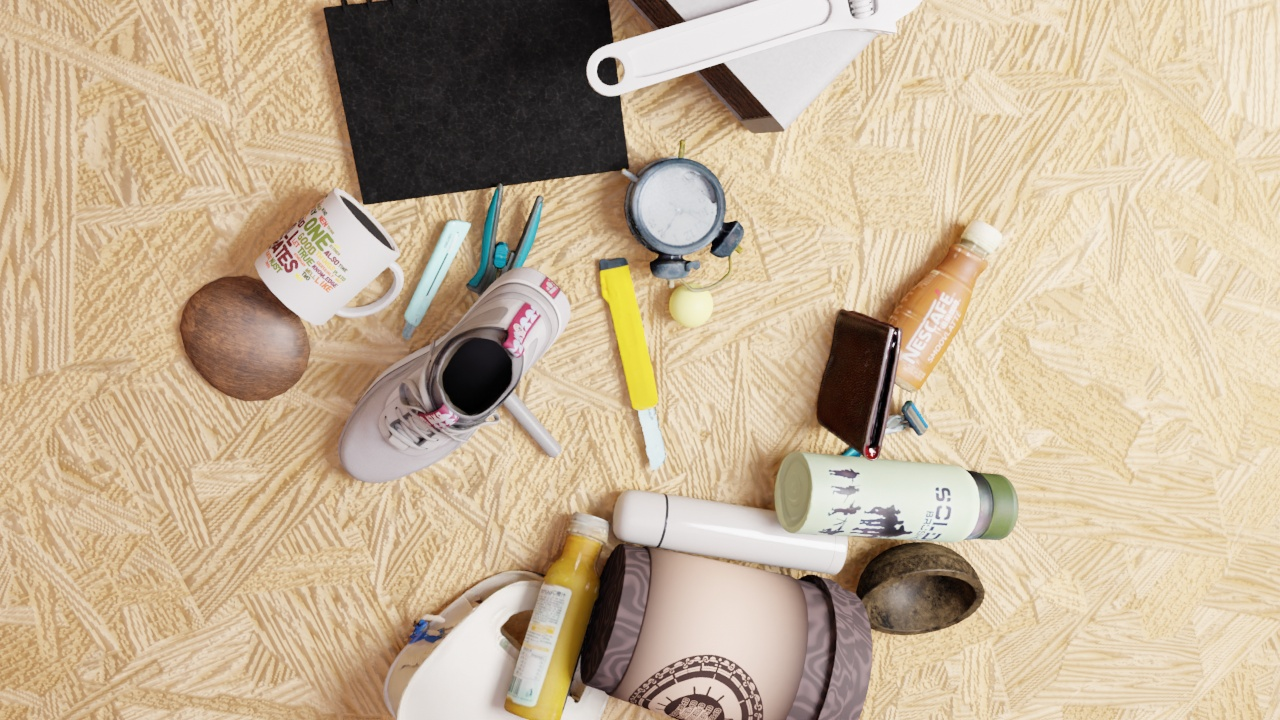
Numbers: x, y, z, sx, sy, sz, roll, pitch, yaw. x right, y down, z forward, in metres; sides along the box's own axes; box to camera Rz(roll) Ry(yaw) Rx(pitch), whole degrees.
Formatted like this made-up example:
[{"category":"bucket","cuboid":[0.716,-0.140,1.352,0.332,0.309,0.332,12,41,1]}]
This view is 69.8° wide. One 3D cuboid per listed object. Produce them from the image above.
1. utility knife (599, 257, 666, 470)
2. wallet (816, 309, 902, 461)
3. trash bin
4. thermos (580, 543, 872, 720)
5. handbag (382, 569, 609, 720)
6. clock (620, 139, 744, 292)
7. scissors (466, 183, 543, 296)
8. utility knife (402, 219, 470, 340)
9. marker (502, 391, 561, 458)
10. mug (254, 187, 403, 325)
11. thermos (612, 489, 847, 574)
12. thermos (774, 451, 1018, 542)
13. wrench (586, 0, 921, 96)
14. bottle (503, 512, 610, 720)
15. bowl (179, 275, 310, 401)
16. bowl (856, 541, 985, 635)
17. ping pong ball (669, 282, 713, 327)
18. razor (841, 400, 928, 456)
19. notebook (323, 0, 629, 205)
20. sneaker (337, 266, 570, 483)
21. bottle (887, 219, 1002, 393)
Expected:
[{"category":"utility knife","cuboid":[-0.005,0.005,0.850,0.030,0.018,0.207,-12,99,2]},{"category":"wallet","cuboid":[0.198,0.019,0.839,0.031,0.099,0.120,5,103,-16]},{"category":"trash bin","cuboid":[0.066,-0.307,0.736,0.229,0.114,0.114,43,94,-14]},{"category":"thermos","cuboid":[0.071,0.261,0.845,0.226,0.172,0.173,18,100,-9]},{"category":"handbag","cuboid":[-0.129,0.305,0.881,0.199,0.093,0.200,-45,105,-17]},{"category":"clock","cuboid":[0.037,-0.122,0.806,0.090,0.052,0.129,-27,102,-1]},{"category":"scissors","cuboid":[-0.127,-0.086,0.811,0.132,0.019,0.148,-29,111,5]},{"category":"utility knife","cuboid":[-0.185,-0.072,0.812,0.022,0.015,0.120,19,103,-43]},{"category":"marker","cuboid":[-0.121,0.035,0.844,0.016,0.016,0.140,-38,105,2]},{"category":"mug","cuboid":[-0.253,-0.079,0.777,0.089,0.073,0.105,-41,130,3]},{"category":"thermos","cuboid":[0.085,0.164,0.882,0.224,0.052,0.052,11,101,-10]},{"category":"thermos","cuboid":[0.247,0.134,0.877,0.231,0.082,0.082,6,102,-17]},{"category":"wrench","cuboid":[0.088,-0.261,0.681,0.273,0.018,0.087,-17,105,-2]},{"category":"bottle","cuboid":[-0.072,0.234,0.845,0.053,0.053,0.185,21,72,-12]},{"category":"bowl","cuboid":[-0.347,-0.016,0.798,0.102,0.026,0.114,-32,105,1]},{"category":"bowl","cuboid":[0.271,0.217,0.908,0.121,0.056,0.121,-1,135,-1]},{"category":"ping pong ball","cuboid":[0.046,-0.050,0.833,0.040,0.040,0.040,-2,103,-7]},{"category":"razor","cuboid":[0.212,0.091,0.899,0.144,0.022,0.042,-36,120,7]},{"category":"notebook","cuboid":[-0.134,-0.232,0.778,0.231,0.019,0.169,-9,106,-5]},{"category":"sneaker","cuboid":[-0.169,0.036,0.771,0.264,0.128,0.097,-39,104,20]},{"category":"bottle","cuboid":[0.275,-0.052,0.852,0.059,0.059,0.167,30,97,-13]}]
